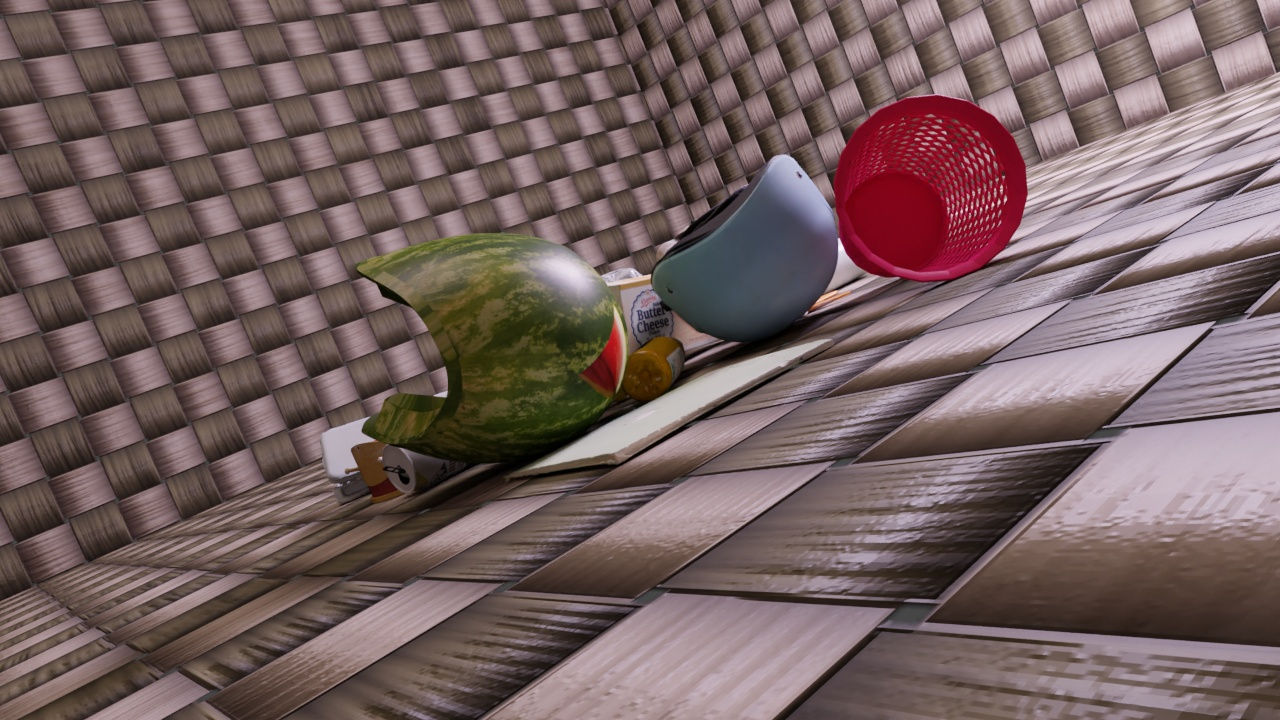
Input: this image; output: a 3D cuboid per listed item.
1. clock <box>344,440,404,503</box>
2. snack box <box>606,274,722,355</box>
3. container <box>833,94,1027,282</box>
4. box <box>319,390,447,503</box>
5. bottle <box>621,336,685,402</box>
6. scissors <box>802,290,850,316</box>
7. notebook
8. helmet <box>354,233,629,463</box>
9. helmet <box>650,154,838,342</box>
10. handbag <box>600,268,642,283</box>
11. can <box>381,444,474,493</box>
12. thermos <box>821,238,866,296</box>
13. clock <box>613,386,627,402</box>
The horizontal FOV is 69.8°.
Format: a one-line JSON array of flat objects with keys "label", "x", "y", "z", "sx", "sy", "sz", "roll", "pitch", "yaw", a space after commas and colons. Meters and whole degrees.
[{"label": "clock", "x": -0.266, "y": 0.100, "z": 1.089, "sx": 0.117, "sy": 0.081, "sz": 0.158, "roll": -19, "pitch": 5, "yaw": 39}, {"label": "snack box", "x": 0.029, "y": -0.061, "z": 1.193, "sx": 0.058, "sy": 0.104, "sz": 0.207, "roll": -3, "pitch": 9, "yaw": 43}, {"label": "container", "x": 0.295, "y": -0.166, "z": 1.009, "sx": 0.183, "sy": 0.183, "sz": 0.225, "roll": -22, "pitch": -3, "yaw": 5}, {"label": "box", "x": -0.322, "y": 0.100, "z": 1.226, "sx": 0.216, "sy": 0.110, "sz": 0.108, "roll": -24, "pitch": 8, "yaw": -13}, {"label": "bottle", "x": 0.019, "y": 0.003, "z": 1.000, "sx": 0.053, "sy": 0.053, "sz": 0.186, "roll": -22, "pitch": 4, "yaw": 12}, {"label": "scissors", "x": 0.206, "y": -0.064, "z": 1.160, "sx": 0.126, "sy": 0.011, "sz": 0.128, "roll": -22, "pitch": 6, "yaw": 32}, {"label": "notebook", "x": 0.024, "y": 0.042, "z": 0.793, "sx": 0.251, "sy": 0.010, "sz": 0.182, "roll": -25, "pitch": 5, "yaw": -36}, {"label": "helmet", "x": -0.130, "y": -0.014, "z": 0.876, "sx": 0.244, "sy": 0.213, "sz": 0.246, "roll": 12, "pitch": 17, "yaw": 37}, {"label": "helmet", "x": 0.128, "y": -0.112, "z": 1.072, "sx": 0.225, "sy": 0.167, "sz": 0.265, "roll": -39, "pitch": 2, "yaw": 6}, {"label": "handbag", "x": -0.060, "y": -0.062, "z": 1.321, "sx": 0.172, "sy": 0.112, "sz": 0.123, "roll": -14, "pitch": -14, "yaw": 16}, {"label": "can", "x": -0.223, "y": 0.098, "z": 0.999, "sx": 0.064, "sy": 0.064, "sz": 0.127, "roll": -18, "pitch": 6, "yaw": 45}, {"label": "thermos", "x": 0.233, "y": -0.115, "z": 1.294, "sx": 0.229, "sy": 0.068, "sz": 0.068, "roll": -26, "pitch": 5, "yaw": -36}, {"label": "clock", "x": -0.059, "y": 0.017, "z": 1.049, "sx": 0.119, "sy": 0.083, "sz": 0.057, "roll": -23, "pitch": 9, "yaw": 25}]
